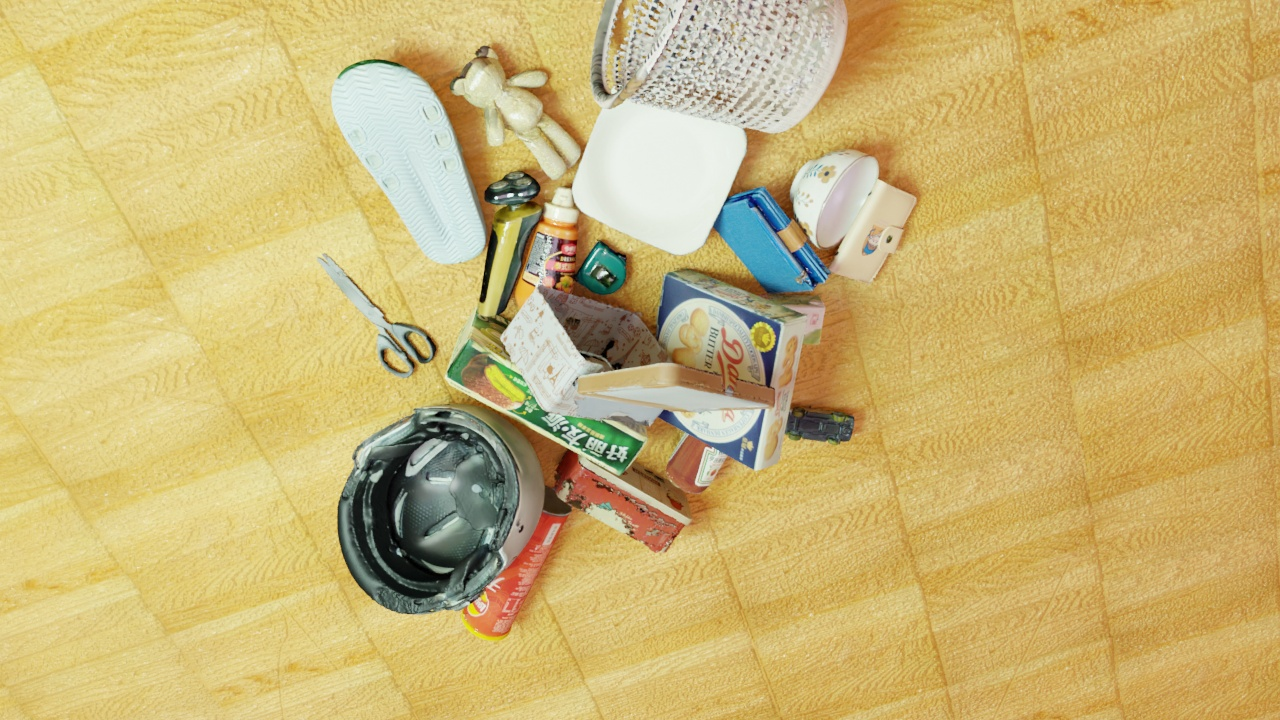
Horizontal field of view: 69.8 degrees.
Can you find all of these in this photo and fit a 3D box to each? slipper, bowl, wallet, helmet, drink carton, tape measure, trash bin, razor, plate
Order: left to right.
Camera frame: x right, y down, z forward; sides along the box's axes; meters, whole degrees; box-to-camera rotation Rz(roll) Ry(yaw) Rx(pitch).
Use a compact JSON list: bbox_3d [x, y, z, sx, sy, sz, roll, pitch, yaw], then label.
[{"bbox_3d":[-0.237,-0.213,0.989,0.104,0.074,0.246,-20,129,3],"label":"slipper"},{"bbox_3d":[-0.220,0.167,1.101,0.275,0.156,0.230,-45,74,26],"label":"helmet"},{"bbox_3d":[-0.153,-0.127,1.022,0.067,0.062,0.168,4,115,-31],"label":"razor"},{"bbox_3d":[-0.043,-0.104,1.071,0.054,0.025,0.058,31,109,-15],"label":"tape measure"},{"bbox_3d":[0.021,-0.214,1.011,0.163,0.034,0.164,24,109,-2],"label":"plate"},{"bbox_3d":[0.083,-0.325,0.895,0.192,0.227,0.228,15,112,-24],"label":"trash bin"},{"bbox_3d":[0.141,-0.133,1.035,0.133,0.106,0.040,47,68,-20],"label":"wallet"},{"bbox_3d":[0.154,-0.050,1.096,0.122,0.045,0.054,0,118,-3],"label":"drink carton"},{"bbox_3d":[0.206,-0.186,1.020,0.062,0.113,0.114,34,113,27],"label":"bowl"},{"bbox_3d":[0.271,-0.145,1.057,0.087,0.024,0.115,9,113,-43],"label":"wallet"}]

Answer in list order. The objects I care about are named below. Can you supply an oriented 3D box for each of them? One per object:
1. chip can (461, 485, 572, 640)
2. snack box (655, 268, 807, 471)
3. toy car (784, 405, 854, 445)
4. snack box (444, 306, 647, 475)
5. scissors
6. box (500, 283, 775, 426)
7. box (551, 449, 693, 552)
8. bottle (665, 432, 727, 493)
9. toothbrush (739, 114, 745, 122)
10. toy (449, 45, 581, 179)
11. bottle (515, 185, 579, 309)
[{"bbox_3d":[-0.163,0.264,1.199,0.073,0.073,0.217,23,111,-13],"label":"chip can"},{"bbox_3d":[0.092,0.007,1.054,0.045,0.183,0.178,-15,121,-42],"label":"snack box"},{"bbox_3d":[0.223,0.080,1.163,0.090,0.035,0.042,6,112,0],"label":"toy car"},{"bbox_3d":[-0.106,0.034,1.078,0.240,0.114,0.063,30,109,-16],"label":"snack box"},{"bbox_3d":[-0.308,-0.059,1.083,0.136,0.014,0.175,-3,111,-1],"label":"scissors"},{"bbox_3d":[-0.010,0.015,0.980,0.178,0.274,0.126,13,98,-46],"label":"box"},{"bbox_3d":[-0.027,0.175,1.158,0.168,0.091,0.080,31,105,-16],"label":"box"},{"bbox_3d":[0.102,0.071,1.138,0.059,0.059,0.206,25,109,-14],"label":"bottle"},{"bbox_3d":[0.120,-0.275,1.012,0.014,0.016,0.190,31,107,-24],"label":"toothbrush"},{"bbox_3d":[-0.129,-0.260,0.983,0.157,0.066,0.105,42,72,-23],"label":"toy"},{"bbox_3d":[-0.100,-0.124,1.043,0.066,0.066,0.150,11,106,-9],"label":"bottle"}]
